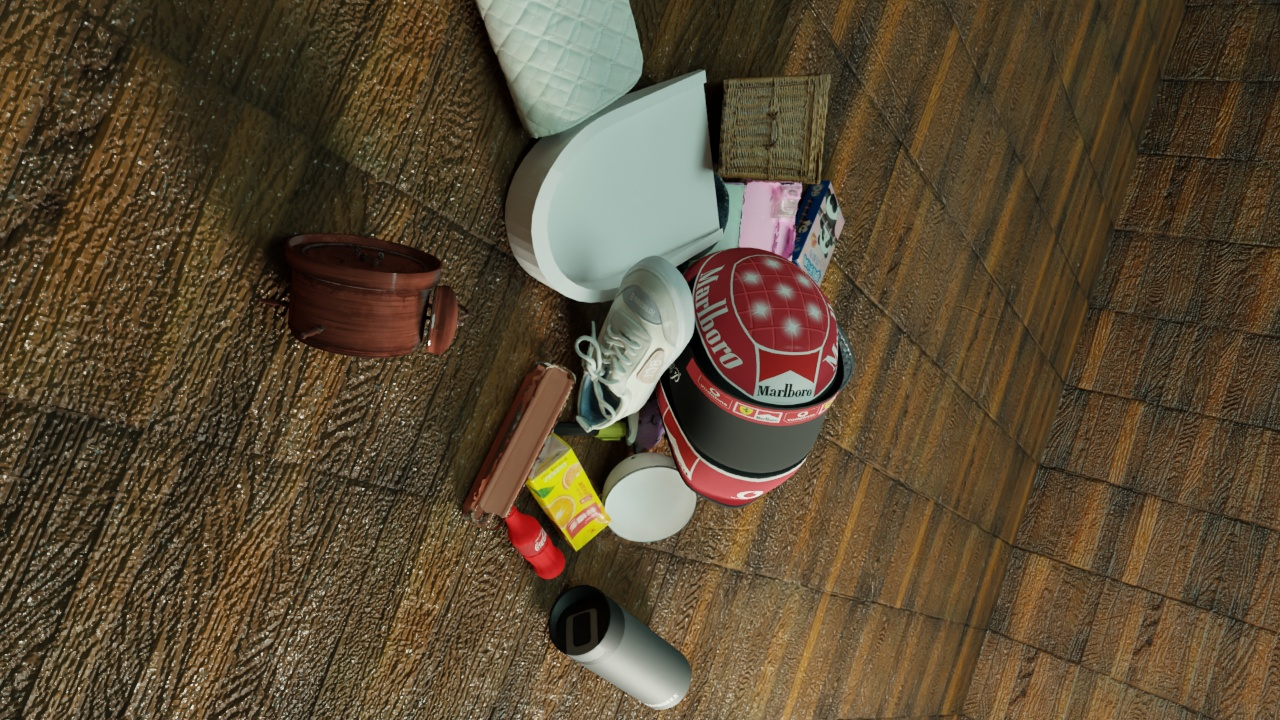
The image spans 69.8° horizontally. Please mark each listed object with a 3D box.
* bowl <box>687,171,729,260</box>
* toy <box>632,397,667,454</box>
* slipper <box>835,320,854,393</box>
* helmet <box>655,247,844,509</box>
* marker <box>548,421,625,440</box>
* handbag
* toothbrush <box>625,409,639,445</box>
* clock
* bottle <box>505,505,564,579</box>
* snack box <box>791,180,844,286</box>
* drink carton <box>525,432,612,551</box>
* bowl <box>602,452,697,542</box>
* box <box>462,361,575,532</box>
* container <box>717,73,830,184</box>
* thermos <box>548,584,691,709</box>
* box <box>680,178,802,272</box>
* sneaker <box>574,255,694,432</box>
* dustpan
[{"bbox_3d":[0.046,-0.172,1.054,0.110,0.055,0.110,-17,121,-31],"label":"bowl"},{"bbox_3d":[0.023,0.077,1.137,0.099,0.036,0.080,-39,131,-39],"label":"toy"},{"bbox_3d":[0.203,-0.047,1.296,0.110,0.083,0.268,-48,118,-16],"label":"slipper"},{"bbox_3d":[0.120,-0.001,1.030,0.197,0.270,0.225,1,148,-18],"label":"helmet"},{"bbox_3d":[-0.061,0.080,1.047,0.123,0.017,0.021,6,97,-51],"label":"marker"},{"bbox_3d":[-0.083,-0.318,0.838,0.138,0.072,0.195,-39,132,-25],"label":"handbag"},{"bbox_3d":[-0.006,0.006,1.076,0.017,0.016,0.189,4,92,-41],"label":"toothbrush"},{"bbox_3d":[-0.209,-0.051,0.734,0.157,0.121,0.072,-2,112,-43],"label":"clock"},{"bbox_3d":[-0.120,0.194,0.998,0.036,0.036,0.119,-53,137,-26],"label":"bottle"},{"bbox_3d":[0.248,-0.174,1.317,0.088,0.033,0.153,56,51,-45],"label":"snack box"},{"bbox_3d":[-0.084,0.148,1.016,0.058,0.043,0.135,-39,132,-16],"label":"drink carton"},{"bbox_3d":[0.008,0.156,1.104,0.113,0.063,0.114,-5,121,-9],"label":"bowl"},{"bbox_3d":[-0.133,0.087,0.954,0.056,0.064,0.188,31,78,-15],"label":"box"},{"bbox_3d":[0.150,-0.267,1.049,0.198,0.113,0.114,-67,161,-74],"label":"container"},{"bbox_3d":[-0.021,0.362,1.144,0.082,0.082,0.240,-59,140,-19],"label":"thermos"},{"bbox_3d":[0.117,-0.114,1.159,0.159,0.035,0.231,-5,113,-23],"label":"box"},{"bbox_3d":[-0.016,-0.004,0.954,0.090,0.089,0.243,-39,163,-36],"label":"sneaker"},{"bbox_3d":[-0.012,-0.164,0.939,0.257,0.053,0.192,-27,125,-26],"label":"dustpan"}]
